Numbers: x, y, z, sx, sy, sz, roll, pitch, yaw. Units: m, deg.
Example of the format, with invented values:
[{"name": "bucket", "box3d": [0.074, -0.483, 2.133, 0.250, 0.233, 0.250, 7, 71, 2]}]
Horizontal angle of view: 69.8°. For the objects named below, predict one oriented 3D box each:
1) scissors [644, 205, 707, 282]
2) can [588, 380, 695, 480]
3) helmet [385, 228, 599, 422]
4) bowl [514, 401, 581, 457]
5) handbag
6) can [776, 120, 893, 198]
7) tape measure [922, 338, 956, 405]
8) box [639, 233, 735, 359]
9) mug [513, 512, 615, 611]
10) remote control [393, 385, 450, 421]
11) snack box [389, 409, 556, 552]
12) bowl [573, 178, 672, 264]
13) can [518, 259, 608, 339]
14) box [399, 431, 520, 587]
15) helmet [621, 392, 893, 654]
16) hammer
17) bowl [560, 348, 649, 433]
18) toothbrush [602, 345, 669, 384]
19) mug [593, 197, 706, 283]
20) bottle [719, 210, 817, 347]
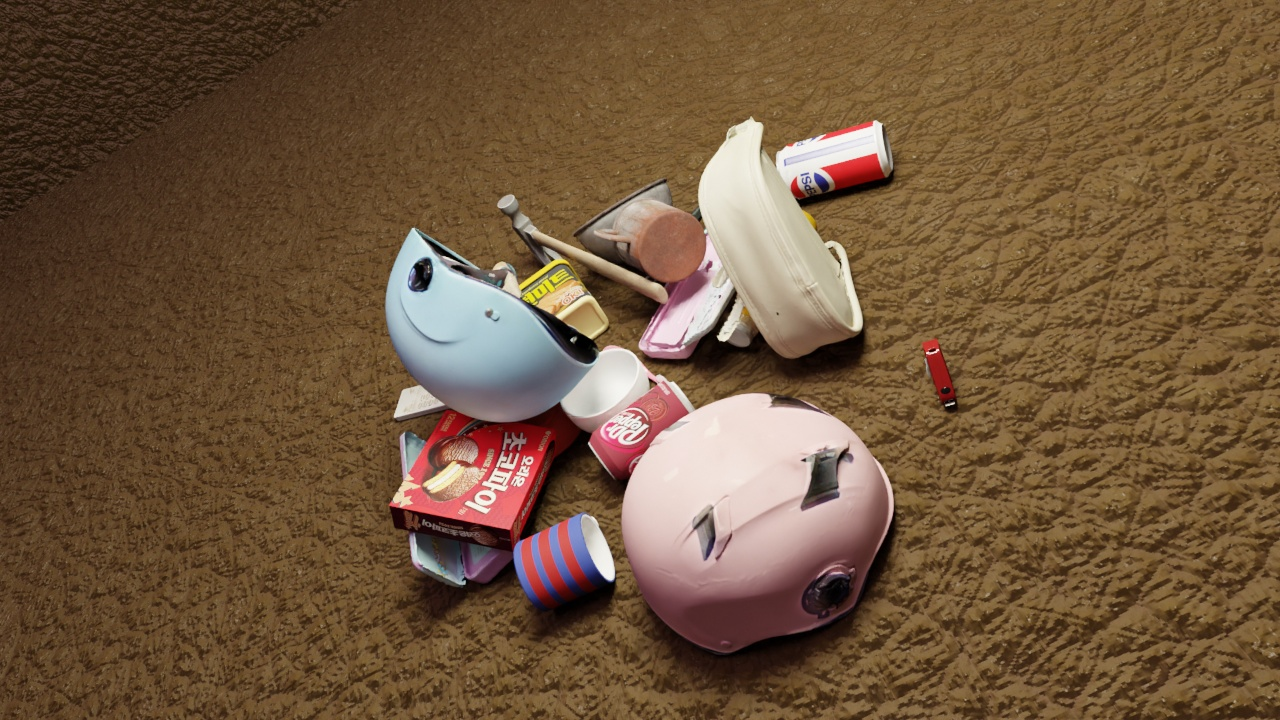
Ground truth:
[{"name": "scissors", "box3d": [0.063, -0.162, 1.224, 0.150, 0.019, 0.120, -23, 42, 15]}, {"name": "can", "box3d": [0.004, 0.076, 0.999, 0.114, 0.063, 0.063, -36, 41, -3]}, {"name": "helmet", "box3d": [-0.188, -0.035, 1.033, 0.265, 0.225, 0.167, 42, 92, 28]}, {"name": "bowl", "box3d": [-0.126, 0.068, 1.113, 0.122, 0.035, 0.121, -18, 43, 18]}, {"name": "handbag", "box3d": [0.135, -0.123, 0.998, 0.132, 0.229, 0.183, -21, 29, 32]}, {"name": "can", "box3d": [0.244, -0.250, 1.152, 0.132, 0.070, 0.070, -11, 46, 25]}, {"name": "tape measure", "box3d": [0.289, 0.010, 0.892, 0.019, 0.059, 0.051, -18, 13, 17]}, {"name": "box", "box3d": [0.089, -0.090, 1.104, 0.156, 0.059, 0.200, -11, 42, 53]}, {"name": "mug", "box3d": [-0.076, 0.197, 0.938, 0.076, 0.075, 0.111, -26, 15, 9]}, {"name": "remote control", "box3d": [-0.273, 0.047, 1.247, 0.136, 0.011, 0.050, -14, 44, 22]}, {"name": "snack box", "box3d": [-0.179, 0.128, 1.009, 0.133, 0.036, 0.151, 9, 40, 10]}, {"name": "bowl", "box3d": [-0.011, -0.177, 1.226, 0.145, 0.067, 0.145, -31, 4, 2]}, {"name": "can", "box3d": [-0.120, -0.054, 1.201, 0.130, 0.072, 0.101, -36, 43, -3]}, {"name": "box", "box3d": [-0.213, 0.148, 1.041, 0.090, 0.092, 0.214, -45, 38, 18]}, {"name": "helmet", "box3d": [0.097, 0.123, 0.838, 0.255, 0.153, 0.229, -23, 38, 3]}, {"name": "hammer", "box3d": [-0.071, -0.136, 1.207, 0.030, 0.119, 0.331, -47, 42, -15]}, {"name": "bowl", "box3d": [-0.037, 0.042, 1.064, 0.105, 0.054, 0.104, -19, 39, 16]}, {"name": "toothbrush", "box3d": [-0.007, 0.006, 1.109, 0.021, 0.016, 0.135, -45, 42, -13]}, {"name": "mug", "box3d": [0.007, -0.148, 1.116, 0.122, 0.096, 0.110, -1, 12, -19]}, {"name": "bottle", "box3d": [0.150, -0.098, 1.079, 0.053, 0.053, 0.185, 9, 56, 38]}]
